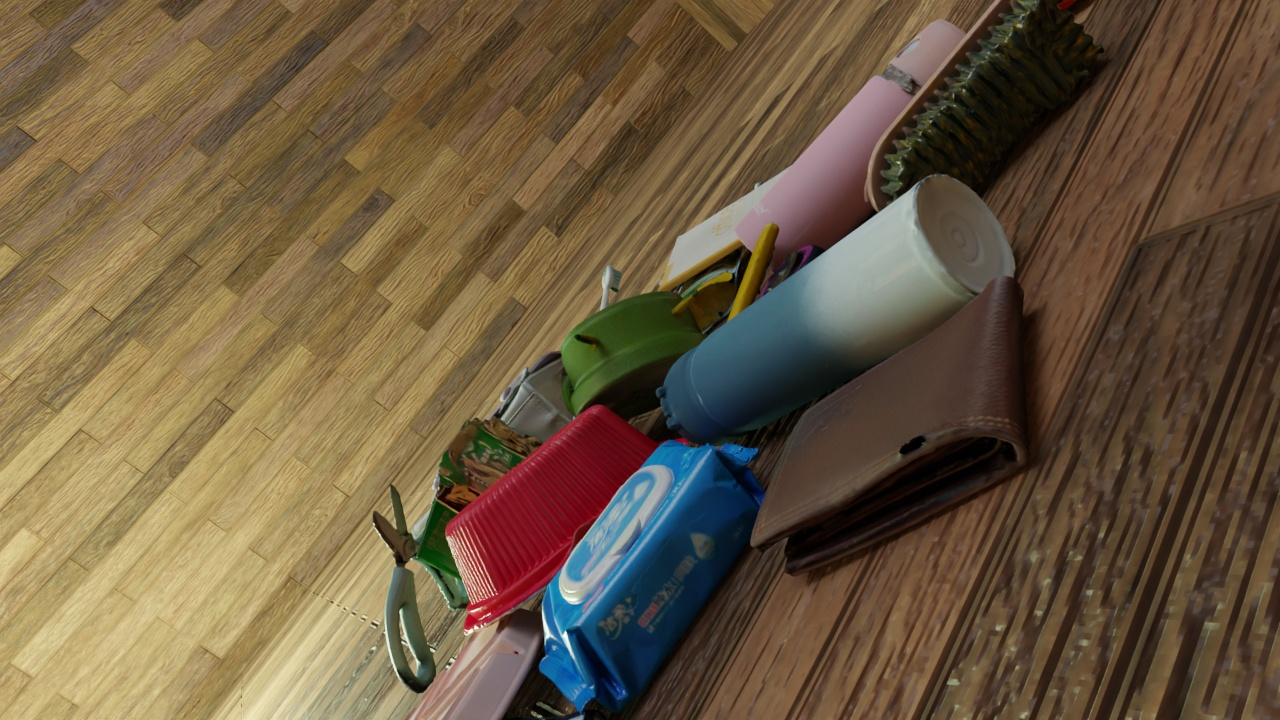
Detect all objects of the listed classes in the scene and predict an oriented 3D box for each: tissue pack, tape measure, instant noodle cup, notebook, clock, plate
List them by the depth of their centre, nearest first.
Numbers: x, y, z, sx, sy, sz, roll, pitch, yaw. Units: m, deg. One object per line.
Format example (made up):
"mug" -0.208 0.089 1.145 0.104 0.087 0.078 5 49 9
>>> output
"tissue pack" 0.001 0.105 0.477 0.157 0.052 0.095 -52 11 -11
"plate" -0.137 0.242 0.554 0.229 0.028 0.229 -51 3 4
"tape measure" 0.104 -0.046 0.595 0.057 0.039 0.057 -52 11 -12
"instant noodle cup" -0.059 0.092 0.610 0.194 0.066 0.194 -38 2 1
"clock" -0.004 0.004 0.695 0.116 0.056 0.161 -20 -18 -11
"notebook" 0.110 -0.139 0.837 0.207 0.010 0.145 -31 17 23

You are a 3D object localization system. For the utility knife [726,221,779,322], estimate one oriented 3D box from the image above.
"utility knife" 0.065 -0.019 0.619 0.033 0.015 0.154 -154 84 -88

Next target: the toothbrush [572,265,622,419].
"toothbrush" -0.039 0.014 0.784 0.027 0.027 0.224 -24 50 45

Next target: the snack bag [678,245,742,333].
"snack bag" 0.068 -0.084 0.870 0.111 0.039 0.190 -51 8 30

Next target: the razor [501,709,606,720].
"razor" -0.059 0.199 0.486 0.143 0.022 0.042 -36 19 50

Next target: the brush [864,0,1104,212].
"brush" 0.187 -0.141 0.528 0.146 0.063 0.073 -50 15 13

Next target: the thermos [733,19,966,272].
"thermos" 0.156 -0.138 0.634 0.199 0.067 0.087 -46 20 17

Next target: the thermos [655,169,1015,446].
"thermos" 0.089 -0.014 0.489 0.221 0.070 0.070 -37 17 50

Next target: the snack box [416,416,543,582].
"snack box" -0.123 0.129 0.770 0.106 0.118 0.117 -59 6 23

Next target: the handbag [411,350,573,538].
"handbag" -0.122 0.093 0.895 0.197 0.098 0.144 -49 2 17

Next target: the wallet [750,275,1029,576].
"wallet" 0.105 0.027 0.382 0.125 0.032 0.101 -40 13 39

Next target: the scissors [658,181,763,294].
"scissors" 0.065 -0.112 1.022 0.223 0.015 0.188 -36 18 52

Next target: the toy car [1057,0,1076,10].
"toy car" 0.266 -0.243 0.623 0.049 0.031 0.106 -54 13 -20

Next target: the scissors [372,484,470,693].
"scissors" -0.187 0.196 0.762 0.019 0.173 0.178 -9 49 13
